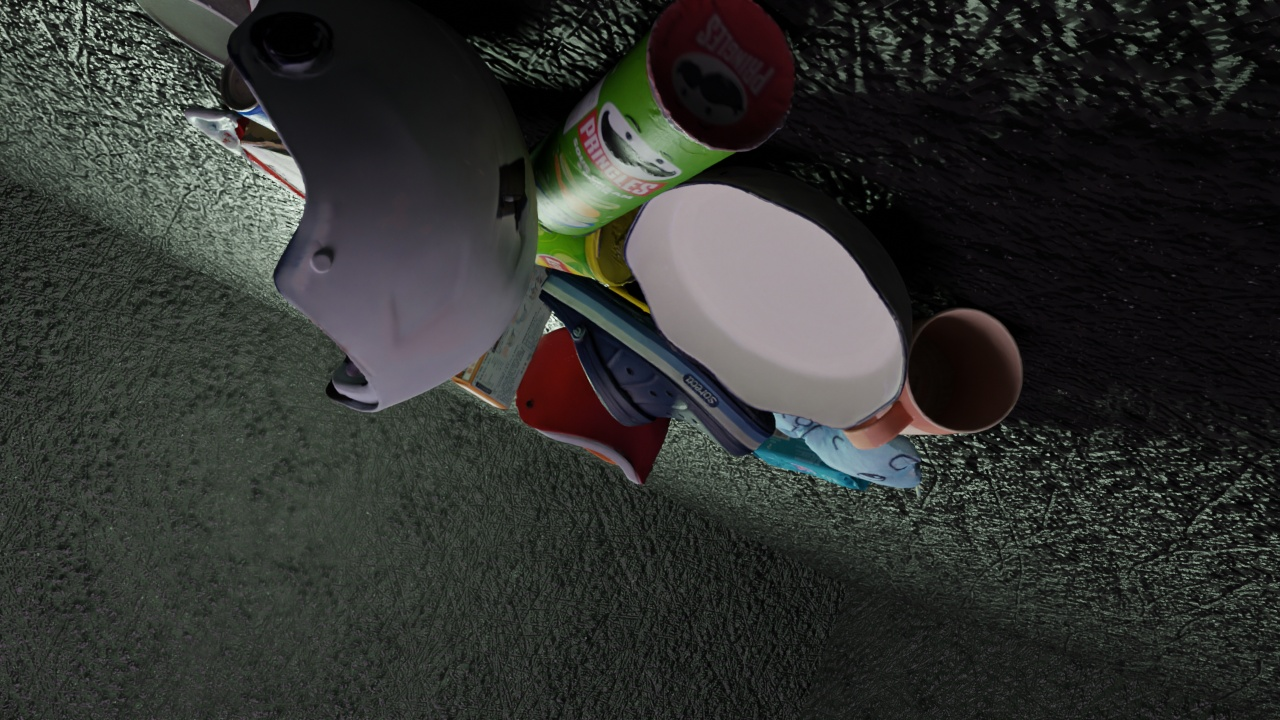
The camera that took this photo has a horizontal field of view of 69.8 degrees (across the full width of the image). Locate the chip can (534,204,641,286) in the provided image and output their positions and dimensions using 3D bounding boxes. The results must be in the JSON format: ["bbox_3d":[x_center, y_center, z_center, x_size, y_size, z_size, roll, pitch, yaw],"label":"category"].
[{"bbox_3d":[-0.097,-0.113,0.709,0.221,0.072,0.072,16,166,32],"label":"chip can"}]

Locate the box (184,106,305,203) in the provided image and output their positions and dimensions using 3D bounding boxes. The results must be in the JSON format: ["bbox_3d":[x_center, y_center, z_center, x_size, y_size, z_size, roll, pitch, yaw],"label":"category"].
[{"bbox_3d":[-0.347,-0.188,0.939,0.161,0.059,0.201,31,174,30],"label":"box"}]

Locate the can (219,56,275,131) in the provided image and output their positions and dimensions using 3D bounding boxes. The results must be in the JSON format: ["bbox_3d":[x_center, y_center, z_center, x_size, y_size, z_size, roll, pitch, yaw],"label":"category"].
[{"bbox_3d":[-0.237,-0.182,0.676,0.053,0.053,0.134,18,178,27],"label":"can"}]

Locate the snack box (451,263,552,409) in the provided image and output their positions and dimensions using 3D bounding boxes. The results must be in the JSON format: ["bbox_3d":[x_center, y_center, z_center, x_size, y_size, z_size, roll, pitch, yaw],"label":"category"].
[{"bbox_3d":[-0.129,-0.033,0.922,0.026,0.153,0.075,17,167,29],"label":"snack box"}]

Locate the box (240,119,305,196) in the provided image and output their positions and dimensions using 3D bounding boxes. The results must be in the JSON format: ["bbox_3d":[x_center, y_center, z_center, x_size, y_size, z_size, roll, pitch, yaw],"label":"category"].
[{"bbox_3d":[-0.272,-0.173,0.825,0.090,0.062,0.184,18,165,23],"label":"box"}]

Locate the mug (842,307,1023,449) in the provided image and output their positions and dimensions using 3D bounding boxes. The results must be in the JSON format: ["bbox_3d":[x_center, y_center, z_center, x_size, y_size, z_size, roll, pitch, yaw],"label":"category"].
[{"bbox_3d":[0.190,0.021,0.643,0.081,0.114,0.106,50,169,-1],"label":"mug"}]

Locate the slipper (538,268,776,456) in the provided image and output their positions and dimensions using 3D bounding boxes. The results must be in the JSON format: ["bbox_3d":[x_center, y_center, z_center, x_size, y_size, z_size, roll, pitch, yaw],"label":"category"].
[{"bbox_3d":[-0.005,0.004,0.770,0.253,0.095,0.105,38,-172,31],"label":"slipper"}]

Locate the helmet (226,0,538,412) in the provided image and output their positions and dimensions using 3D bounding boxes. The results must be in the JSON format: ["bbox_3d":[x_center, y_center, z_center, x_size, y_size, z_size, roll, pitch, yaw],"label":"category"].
[{"bbox_3d":[-0.140,-0.107,0.543,0.145,0.258,0.229,-12,158,-15],"label":"helmet"}]

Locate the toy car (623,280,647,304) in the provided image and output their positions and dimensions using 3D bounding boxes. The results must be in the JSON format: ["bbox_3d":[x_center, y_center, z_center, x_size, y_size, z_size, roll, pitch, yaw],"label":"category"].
[{"bbox_3d":[0.061,-0.045,0.768,0.156,0.041,0.071,23,168,-3],"label":"toy car"}]

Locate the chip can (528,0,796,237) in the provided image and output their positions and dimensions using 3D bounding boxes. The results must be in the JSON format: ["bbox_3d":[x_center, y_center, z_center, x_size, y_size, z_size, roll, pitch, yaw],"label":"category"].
[{"bbox_3d":[-0.006,-0.121,0.499,0.072,0.072,0.236,28,168,-18],"label":"chip can"}]

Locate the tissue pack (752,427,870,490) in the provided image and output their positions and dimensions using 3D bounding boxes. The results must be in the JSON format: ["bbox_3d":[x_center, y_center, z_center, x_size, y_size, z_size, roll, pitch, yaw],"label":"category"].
[{"bbox_3d":[0.184,0.072,0.922,0.134,0.093,0.050,13,160,44],"label":"tissue pack"}]

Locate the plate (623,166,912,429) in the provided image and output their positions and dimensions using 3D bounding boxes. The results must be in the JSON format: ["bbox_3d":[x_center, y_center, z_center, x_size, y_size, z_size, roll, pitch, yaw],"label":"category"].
[{"bbox_3d":[0.084,-0.042,0.595,0.205,0.045,0.205,31,152,18],"label":"plate"}]

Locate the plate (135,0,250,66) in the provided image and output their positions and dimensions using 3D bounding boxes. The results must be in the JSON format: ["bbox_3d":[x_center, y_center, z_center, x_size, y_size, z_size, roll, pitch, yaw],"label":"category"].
[{"bbox_3d":[-0.308,-0.244,0.666,0.179,0.024,0.179,23,168,5],"label":"plate"}]

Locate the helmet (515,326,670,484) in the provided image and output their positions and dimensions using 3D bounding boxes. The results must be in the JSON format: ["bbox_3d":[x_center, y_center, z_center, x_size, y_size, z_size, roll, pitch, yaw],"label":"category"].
[{"bbox_3d":[-0.055,0.031,1.109,0.207,0.144,0.240,30,-179,-26],"label":"helmet"}]

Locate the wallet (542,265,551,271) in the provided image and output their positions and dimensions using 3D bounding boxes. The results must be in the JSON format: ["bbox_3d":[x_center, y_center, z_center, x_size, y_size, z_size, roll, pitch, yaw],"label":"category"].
[{"bbox_3d":[-0.082,-0.107,0.840,0.096,0.020,0.122,35,165,-29],"label":"wallet"}]

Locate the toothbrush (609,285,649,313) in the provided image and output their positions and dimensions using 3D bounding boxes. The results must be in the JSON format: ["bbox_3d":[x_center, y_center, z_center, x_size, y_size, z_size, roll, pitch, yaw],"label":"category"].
[{"bbox_3d":[0.036,-0.028,0.845,0.190,0.016,0.015,33,-169,36],"label":"toothbrush"}]

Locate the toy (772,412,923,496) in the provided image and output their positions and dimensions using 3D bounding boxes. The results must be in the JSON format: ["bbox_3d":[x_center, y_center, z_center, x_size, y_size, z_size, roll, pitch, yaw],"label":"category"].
[{"bbox_3d":[0.167,0.065,0.769,0.156,0.049,0.161,32,169,-8],"label":"toy"}]
